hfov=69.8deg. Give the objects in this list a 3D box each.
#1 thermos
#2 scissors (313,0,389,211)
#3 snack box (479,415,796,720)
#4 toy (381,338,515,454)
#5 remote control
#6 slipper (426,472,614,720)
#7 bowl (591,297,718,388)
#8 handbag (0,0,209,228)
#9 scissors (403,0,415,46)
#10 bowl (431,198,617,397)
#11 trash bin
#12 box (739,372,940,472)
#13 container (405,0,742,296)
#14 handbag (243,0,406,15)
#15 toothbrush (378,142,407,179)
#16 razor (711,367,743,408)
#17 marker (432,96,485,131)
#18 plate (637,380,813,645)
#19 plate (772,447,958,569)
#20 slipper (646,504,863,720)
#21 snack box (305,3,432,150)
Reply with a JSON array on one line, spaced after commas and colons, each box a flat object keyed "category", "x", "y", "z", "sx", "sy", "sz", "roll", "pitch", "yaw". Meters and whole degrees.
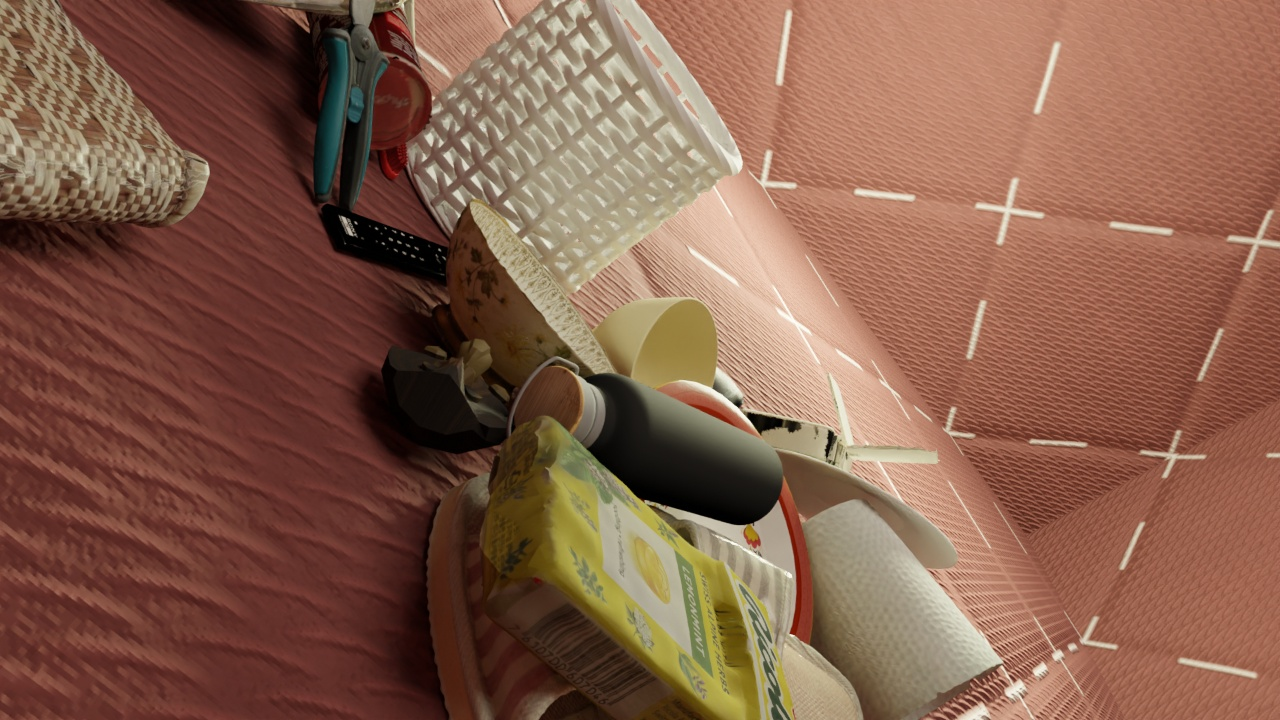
[{"category": "thermos", "x": 0.005, "y": 0.049, "z": 0.526, "sx": 0.231, "sy": 0.061, "sz": 0.061, "roll": 27, "pitch": 33, "yaw": -52}, {"category": "scissors", "x": -0.167, "y": -0.161, "z": 0.544, "sx": 0.135, "sy": 0.019, "sz": 0.139, "roll": -62, "pitch": 147, "yaw": -36}, {"category": "snack box", "x": 0.004, "y": 0.112, "z": 0.415, "sx": 0.181, "sy": 0.045, "sz": 0.121, "roll": 46, "pitch": 16, "yaw": -23}, {"category": "toy", "x": -0.097, "y": 0.016, "z": 0.483, "sx": 0.076, "sy": 0.062, "sz": 0.100, "roll": 32, "pitch": 2, "yaw": -1}, {"category": "remote control", "x": -0.144, "y": -0.068, "z": 0.581, "sx": 0.030, "sy": 0.009, "sz": 0.140, "roll": 61, "pitch": 19, "yaw": 20}, {"category": "slipper", "x": -0.029, "y": 0.157, "z": 0.404, "sx": 0.115, "sy": 0.052, "sz": 0.262, "roll": 33, "pitch": 28, "yaw": -46}, {"category": "bowl", "x": -0.004, "y": 0.004, "z": 0.686, "sx": 0.074, "sy": 0.118, "sz": 0.118, "roll": 16, "pitch": -5, "yaw": 33}, {"category": "handbag", "x": -0.252, "y": -0.096, "z": 0.303, "sx": 0.124, "sy": 0.047, "sz": 0.185, "roll": 49, "pitch": 17, "yaw": 8}, {"category": "scissors", "x": -0.179, "y": -0.274, "z": 0.695, "sx": 0.012, "sy": 0.171, "sz": 0.158, "roll": -1, "pitch": 8, "yaw": -30}, {"category": "bowl", "x": -0.078, "y": -0.021, "z": 0.556, "sx": 0.145, "sy": 0.063, "sz": 0.145, "roll": 52, "pitch": 6, "yaw": -8}, {"category": "trash bin", "x": 0.186, "y": 0.208, "z": 0.744, "sx": 0.133, "sy": 0.133, "sz": 0.161, "roll": 25, "pitch": 30, "yaw": -57}, {"category": "box", "x": 0.196, "y": 0.061, "z": 0.878, "sx": 0.143, "sy": 0.184, "sz": 0.098, "roll": 41, "pitch": 62, "yaw": -66}, {"category": "container", "x": -0.051, "y": -0.167, "z": 0.702, "sx": 0.189, "sy": 0.187, "sz": 0.189, "roll": 47, "pitch": 20, "yaw": -23}, {"category": "handbag", "x": -0.225, "y": -0.300, "z": 0.570, "sx": 0.199, "sy": 0.093, "sz": 0.200, "roll": 3, "pitch": 50, "yaw": -45}, {"category": "toothbrush", "x": -0.195, "y": -0.208, "z": 0.686, "sx": 0.012, "sy": 0.018, "sz": 0.212, "roll": 34, "pitch": 27, "yaw": -48}, {"category": "razor", "x": 0.037, "y": 0.010, "z": 0.830, "sx": 0.140, "sy": 0.053, "sz": 0.063, "roll": 44, "pitch": 13, "yaw": -26}, {"category": "marker", "x": -0.147, "y": -0.199, "z": 0.796, "sx": 0.145, "sy": 0.017, "sz": 0.017, "roll": 20, "pitch": 39, "yaw": -61}, {"category": "plate", "x": 0.053, "y": 0.125, "z": 0.646, "sx": 0.229, "sy": 0.021, "sz": 0.229, "roll": 32, "pitch": 46, "yaw": -41}, {"category": "plate", "x": 0.193, "y": 0.132, "z": 0.847, "sx": 0.208, "sy": 0.015, "sz": 0.209, "roll": 29, "pitch": -17, "yaw": 9}, {"category": "slipper", "x": 0.071, "y": 0.184, "z": 0.568, "sx": 0.272, "sy": 0.054, "sz": 0.114, "roll": 46, "pitch": 42, "yaw": -29}, {"category": "snack box", "x": -0.187, "y": -0.208, "z": 0.623, "sx": 0.072, "sy": 0.072, "sz": 0.121, "roll": 34, "pitch": 26, "yaw": -48}]
